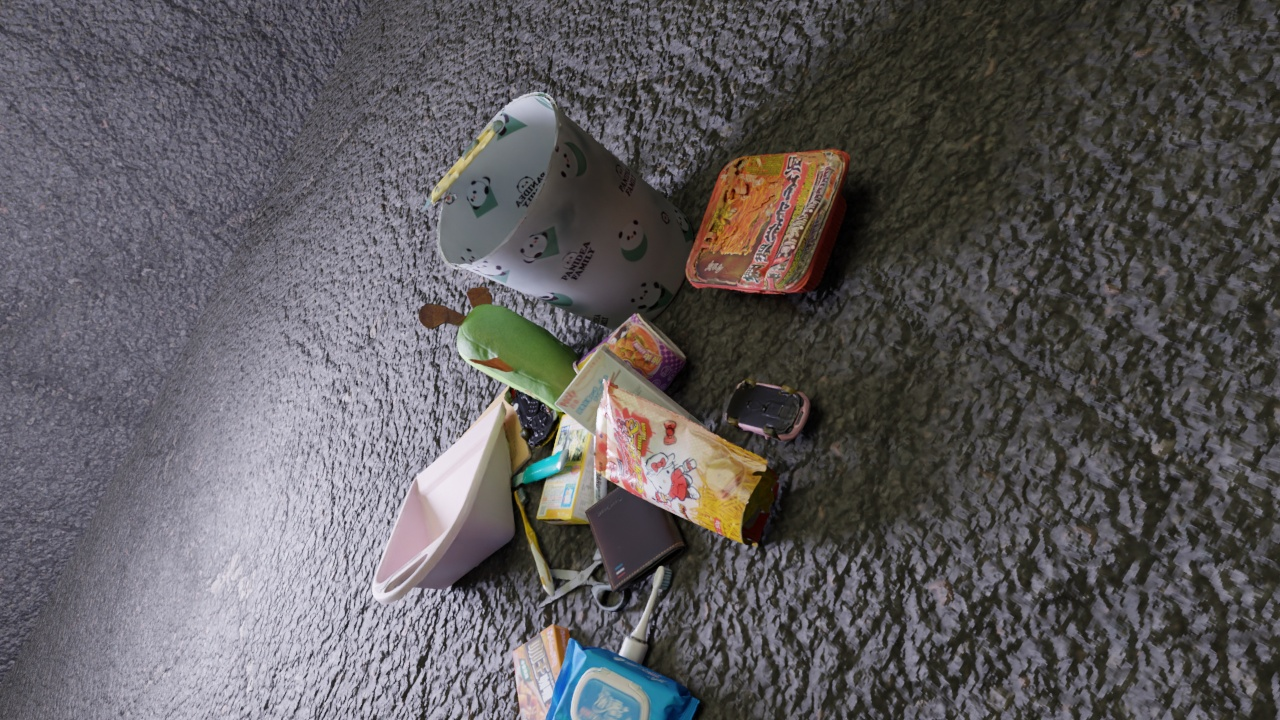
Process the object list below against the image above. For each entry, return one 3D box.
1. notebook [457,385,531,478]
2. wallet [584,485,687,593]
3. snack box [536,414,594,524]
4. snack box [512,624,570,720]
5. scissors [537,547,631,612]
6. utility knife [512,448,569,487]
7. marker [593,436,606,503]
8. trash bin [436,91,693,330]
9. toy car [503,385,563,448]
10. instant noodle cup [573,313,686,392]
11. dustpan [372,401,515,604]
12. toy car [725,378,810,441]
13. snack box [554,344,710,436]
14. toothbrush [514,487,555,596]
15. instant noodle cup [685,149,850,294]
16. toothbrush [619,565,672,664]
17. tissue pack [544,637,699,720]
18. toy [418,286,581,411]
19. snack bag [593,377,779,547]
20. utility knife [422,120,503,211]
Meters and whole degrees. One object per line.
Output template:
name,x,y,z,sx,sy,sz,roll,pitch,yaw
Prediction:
notebook,-0.237,0.152,1.331,0.208,0.008,0.147,-46,41,20
wallet,-0.007,0.187,1.021,0.096,0.020,0.122,-34,42,8
snack box,-0.080,0.132,1.133,0.087,0.033,0.140,-15,59,54
snack box,-0.101,0.381,1.024,0.075,0.026,0.153,-41,43,25
scissors,-0.063,0.251,1.068,0.159,0.014,0.174,-59,37,6
utility knife,-0.130,0.140,1.168,0.206,0.013,0.029,-29,46,60
marker,-0.047,0.119,1.075,0.017,0.017,0.145,11,104,51
trash bin,-0.084,-0.166,1.144,0.230,0.251,0.229,-27,50,37
toy car,-0.141,0.060,1.246,0.071,0.041,0.155,-50,38,16
instant noodle cup,-0.006,0.006,1.080,0.099,0.111,0.111,-45,40,6
dustpan,-0.278,0.194,1.235,0.223,0.138,0.273,-42,49,25
toy car,0.132,0.052,0.944,0.056,0.037,0.122,-64,25,-7
snack box,-0.008,0.063,1.014,0.085,0.157,0.026,-51,2,16
toothbrush,-0.132,0.224,1.155,0.018,0.016,0.191,-46,37,12
instant noodle cup,0.146,-0.143,1.006,0.189,0.079,0.164,12,78,50
toothbrush,-0.014,0.321,0.959,0.027,0.026,0.221,8,75,59
tissue pack,-0.025,0.344,0.908,0.157,0.052,0.095,16,81,31
toy,-0.160,-0.012,1.186,0.247,0.226,0.090,33,110,15
snack bag,0.037,0.107,0.937,0.208,0.073,0.129,22,127,31
utility knife,-0.219,-0.240,1.131,0.165,0.018,0.030,-44,33,30
